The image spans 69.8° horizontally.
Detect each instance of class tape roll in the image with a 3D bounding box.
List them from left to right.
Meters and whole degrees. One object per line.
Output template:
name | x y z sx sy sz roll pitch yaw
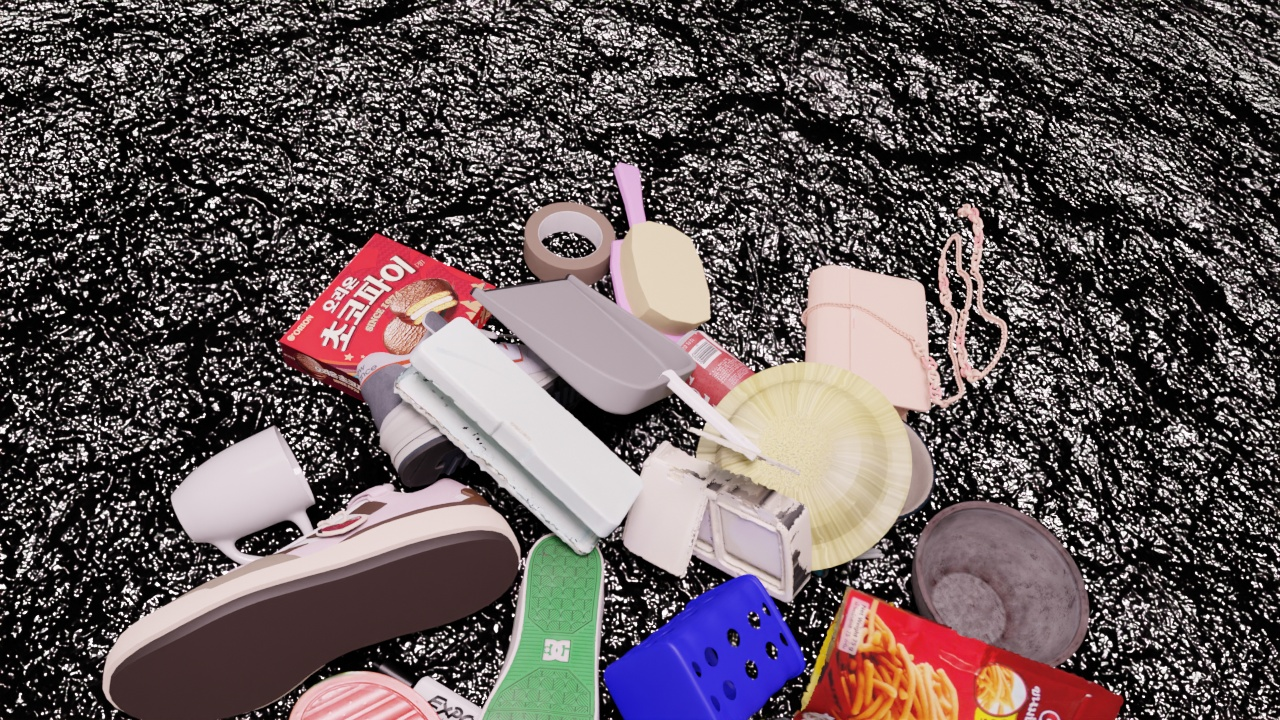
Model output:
tape roll | -0.074 -0.121 0.955 0.093 0.030 0.093 5 54 -7

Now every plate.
plate | 0.133 0.081 0.776 0.185 0.036 0.184 -7 67 16

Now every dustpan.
dustpan | -0.005 0.005 0.786 0.257 0.033 0.162 42 23 13

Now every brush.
brush | 0.011 -0.121 0.939 0.089 0.043 0.228 8 56 -32

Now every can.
can | 0.073 0.018 0.869 0.096 0.054 0.053 40 58 18

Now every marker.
marker | -0.145 0.257 0.678 0.126 0.025 0.025 27 55 9

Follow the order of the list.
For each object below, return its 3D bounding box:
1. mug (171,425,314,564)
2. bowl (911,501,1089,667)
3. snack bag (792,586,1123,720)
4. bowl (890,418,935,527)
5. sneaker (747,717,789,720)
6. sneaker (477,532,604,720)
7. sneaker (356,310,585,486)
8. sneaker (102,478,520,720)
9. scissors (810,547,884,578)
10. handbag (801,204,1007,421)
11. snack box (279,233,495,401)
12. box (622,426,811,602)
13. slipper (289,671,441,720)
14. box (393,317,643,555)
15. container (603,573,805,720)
mug | -0.309 0.120 0.728 0.089 0.071 0.107 -27 91 -16
bowl | 0.289 0.198 0.772 0.145 0.067 0.144 5 54 -7
snack bag | 0.234 0.268 0.700 0.208 0.066 0.139 23 94 9
bowl | 0.198 0.104 0.827 0.115 0.059 0.115 5 54 -7
sneaker | 0.054 0.308 0.638 0.238 0.086 0.121 11 60 -7
sneaker | -0.068 0.244 0.661 0.084 0.079 0.234 7 46 3
sneaker | -0.138 0.007 0.788 0.124 0.089 0.239 45 41 15
sneaker | -0.247 0.160 0.693 0.293 0.112 0.116 -20 39 -21
scissors | 0.134 0.169 0.793 0.134 0.019 0.130 -37 65 -27
handbag | 0.233 -0.052 0.864 0.116 0.188 0.198 14 58 -9
snack box | -0.232 -0.034 0.861 0.133 0.036 0.151 24 54 7
box | 0.050 0.107 0.703 0.144 0.182 0.080 20 47 35
slipper | -0.151 0.323 0.610 0.103 0.059 0.248 -26 79 -26
box | -0.087 0.053 0.695 0.199 0.073 0.085 41 65 -3
container | 0.047 0.224 0.666 0.113 0.085 0.084 -19 76 -51
